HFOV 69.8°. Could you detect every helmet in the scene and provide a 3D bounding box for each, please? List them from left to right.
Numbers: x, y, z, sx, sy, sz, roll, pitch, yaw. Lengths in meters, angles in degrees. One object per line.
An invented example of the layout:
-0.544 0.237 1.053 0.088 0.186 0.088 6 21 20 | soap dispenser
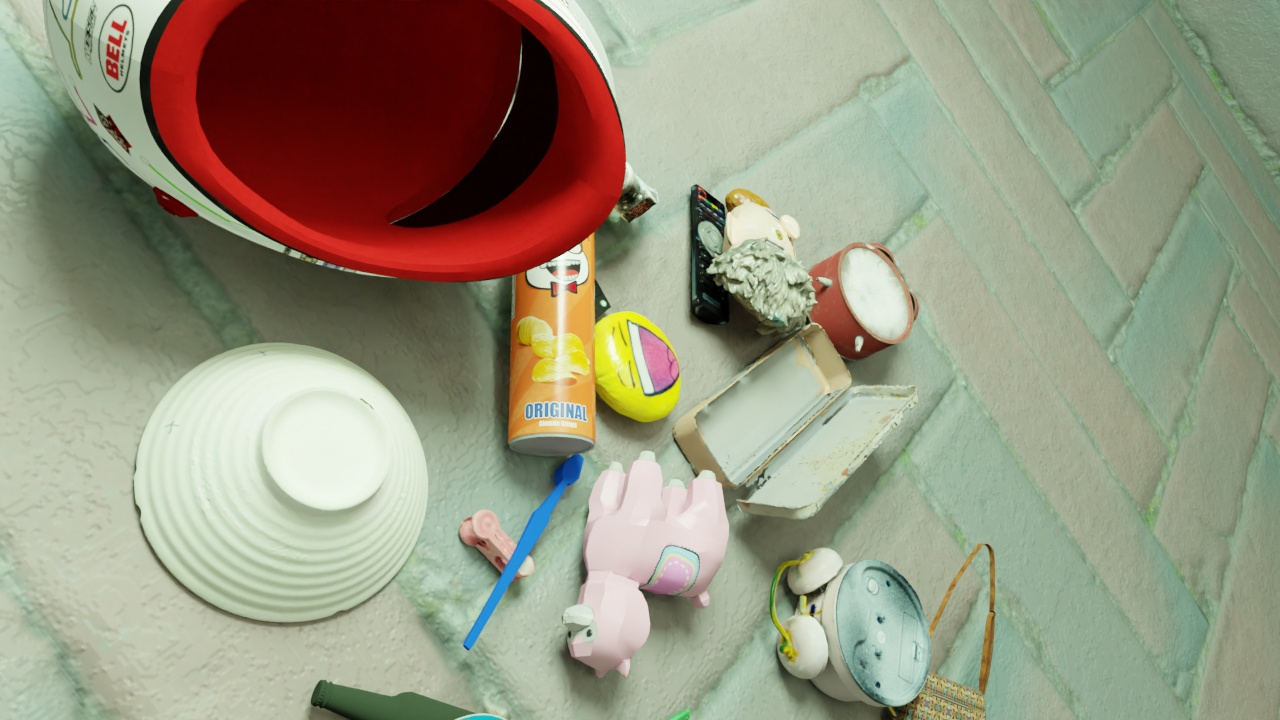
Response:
-0.178 -0.183 0.563 0.314 0.231 0.236 10 28 -28 | helmet

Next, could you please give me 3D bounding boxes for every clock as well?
0.170 0.222 0.766 0.158 0.059 0.116 32 53 -23 | clock
0.228 -0.064 0.939 0.156 0.062 0.110 -27 88 -42 | clock

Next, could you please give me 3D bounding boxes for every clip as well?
-0.093 0.124 0.620 0.059 0.039 0.022 50 42 -14 | clip

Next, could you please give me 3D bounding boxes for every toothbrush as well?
-0.078 0.123 0.622 0.016 0.011 0.186 47 36 -13 | toothbrush

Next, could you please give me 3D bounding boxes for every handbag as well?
0.278 0.255 0.820 0.093 0.043 0.195 27 73 -24 | handbag

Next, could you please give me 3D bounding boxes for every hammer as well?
-0.084 -0.253 0.775 0.326 0.036 0.140 57 8 10 | hammer

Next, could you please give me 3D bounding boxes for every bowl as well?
-0.196 0.061 0.546 0.177 0.071 0.177 17 60 -32 | bowl

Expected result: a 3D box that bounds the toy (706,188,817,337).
0.116 -0.099 0.847 0.132 0.076 0.175 41 32 -43 | toy

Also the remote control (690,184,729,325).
0.062 -0.099 0.853 0.045 0.021 0.140 30 50 -38 | remote control

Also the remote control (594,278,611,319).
-0.072 -0.086 0.750 0.125 0.010 0.039 54 48 -5 | remote control

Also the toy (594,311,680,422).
-0.004 0.004 0.741 0.094 0.041 0.095 6 64 -40 | toy

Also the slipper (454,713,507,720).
-0.076 0.350 0.499 0.118 0.060 0.294 -11 83 -28 | slipper

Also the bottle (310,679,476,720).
-0.136 0.216 0.548 0.123 0.033 0.033 29 55 -24 | bottle

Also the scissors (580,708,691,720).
-0.004 0.283 0.634 0.131 0.013 0.078 6 68 -36 | scissors

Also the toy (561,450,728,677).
0.003 0.150 0.665 0.123 0.067 0.157 22 62 -30 | toy

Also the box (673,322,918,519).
0.143 0.046 0.802 0.216 0.095 0.121 -34 89 -42 | box

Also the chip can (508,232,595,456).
-0.065 -0.038 0.688 0.062 0.062 0.210 12 67 -34 | chip can
